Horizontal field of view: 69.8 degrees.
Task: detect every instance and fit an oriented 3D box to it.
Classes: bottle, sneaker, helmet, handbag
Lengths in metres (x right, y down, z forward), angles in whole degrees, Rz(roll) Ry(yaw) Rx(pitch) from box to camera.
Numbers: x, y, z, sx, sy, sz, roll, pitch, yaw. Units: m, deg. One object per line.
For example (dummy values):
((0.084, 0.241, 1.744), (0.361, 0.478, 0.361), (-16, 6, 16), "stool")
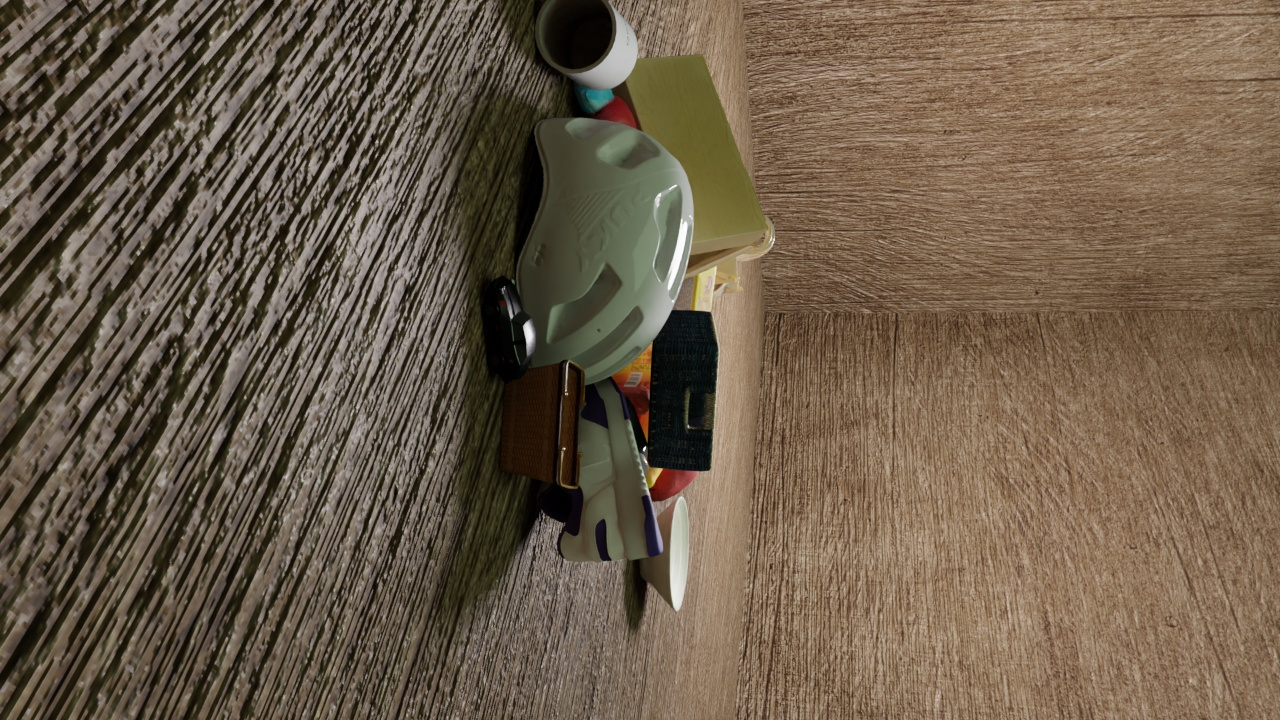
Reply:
((-0.025, 0.091, 1.070), (0.108, 0.060, 0.060), (-112, -172, -48), "bottle")
((-0.054, 0.113, 0.946), (0.243, 0.111, 0.092), (-107, -177, -51), "sneaker")
((-0.049, -0.103, 0.947), (0.282, 0.184, 0.224), (-67, 159, -8), "helmet")
((-0.007, 0.007, 1.201), (0.048, 0.071, 0.134), (73, 20, -47), "bottle")
((0.111, -0.191, 1.448), (0.101, 0.198, 0.194), (53, 39, -71), "handbag")

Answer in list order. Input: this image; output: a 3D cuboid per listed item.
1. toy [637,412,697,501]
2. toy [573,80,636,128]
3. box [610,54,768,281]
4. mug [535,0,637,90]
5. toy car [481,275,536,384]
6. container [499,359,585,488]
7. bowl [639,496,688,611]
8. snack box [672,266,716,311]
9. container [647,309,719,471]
((0.023, 0.124, 1.307), (0.216, 0.099, 0.147), (61, 39, -58), "toy")
((-0.044, -0.285, 1.058), (0.133, 0.062, 0.092), (60, 7, -33), "toy")
((0.056, -0.245, 1.160), (0.179, 0.142, 0.248), (99, -25, -79), "box")
((-0.062, -0.344, 0.941), (0.119, 0.083, 0.096), (61, 14, 0), "mug")
((-0.111, -0.027, 0.793), (0.042, 0.036, 0.092), (-57, 146, -68), "toy car")
((-0.089, 0.059, 0.839), (0.063, 0.061, 0.114), (40, 51, -74), "container")
((0.034, 0.301, 1.440), (0.176, 0.058, 0.176), (2, 89, -78), "bowl")
((0.050, -0.058, 1.295), (0.042, 0.092, 0.201), (-27, 134, -39), "snack box")
((0.047, 0.028, 1.053), (0.187, 0.071, 0.145), (-82, 175, -75), "container")
